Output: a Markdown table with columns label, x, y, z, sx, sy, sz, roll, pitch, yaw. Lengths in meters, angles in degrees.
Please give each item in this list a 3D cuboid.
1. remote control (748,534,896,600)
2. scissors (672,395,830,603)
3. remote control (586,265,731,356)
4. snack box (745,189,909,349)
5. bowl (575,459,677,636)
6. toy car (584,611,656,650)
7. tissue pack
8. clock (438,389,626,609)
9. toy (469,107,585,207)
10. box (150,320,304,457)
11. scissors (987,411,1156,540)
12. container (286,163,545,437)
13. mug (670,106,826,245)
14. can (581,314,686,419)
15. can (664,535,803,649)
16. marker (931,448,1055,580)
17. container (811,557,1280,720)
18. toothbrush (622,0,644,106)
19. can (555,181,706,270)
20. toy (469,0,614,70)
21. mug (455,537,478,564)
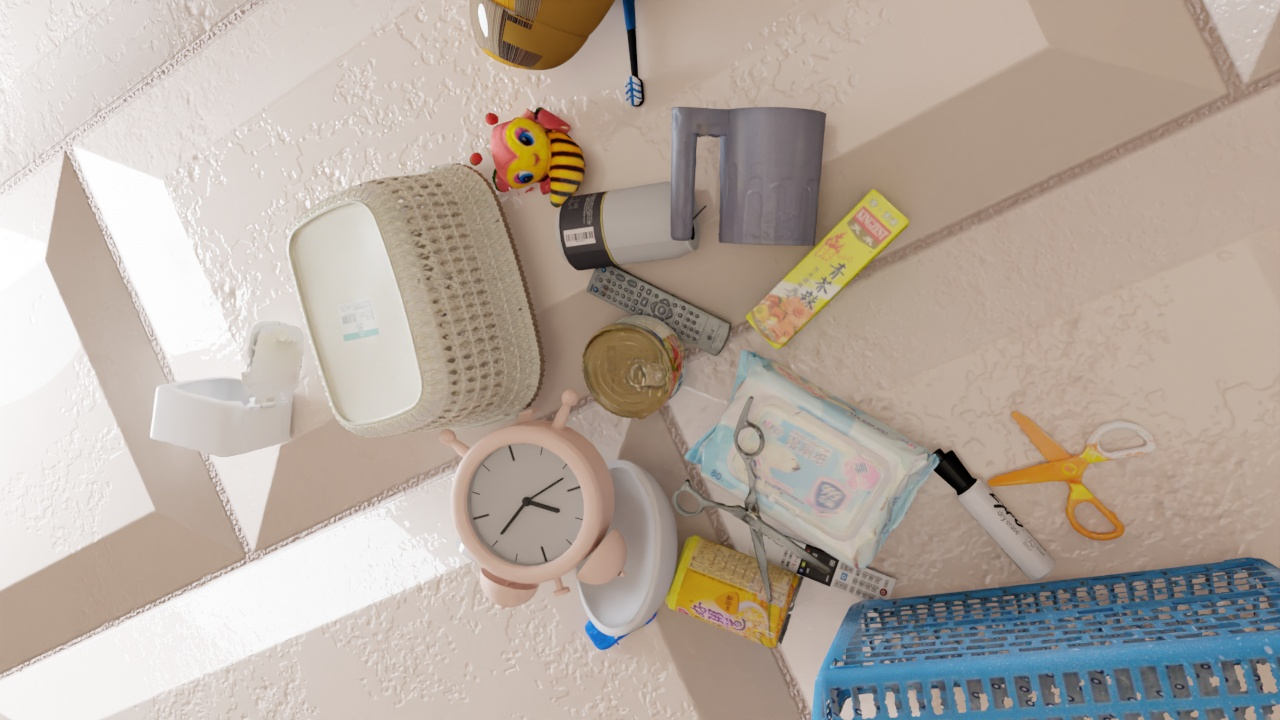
| label | x | y | z | sx | sy | sz | roll | pitch | yaw |
| --- | --- | --- | --- | --- | --- | --- | --- | --- | --- |
| remote control | 0.156 | 0.177 | 0.792 | 0.124 | 0.011 | 0.028 | 19 | 102 | 15 |
| scissors | 0.089 | 0.112 | 0.736 | 0.142 | 0.014 | 0.174 | 12 | 108 | 29 |
| remote control | 0.016 | -0.047 | 0.811 | 0.136 | 0.013 | 0.033 | 27 | 104 | 13 |
| snack box | 0.153 | -0.073 | 0.755 | 0.040 | 0.028 | 0.148 | 46 | 107 | 8 |
| bowl | -0.006 | 0.163 | 0.801 | 0.150 | 0.043 | 0.149 | -24 | 62 | 56 |
| toy car | -0.019 | 0.241 | 0.831 | 0.092 | 0.061 | 0.033 | -37 | 84 | 18 |
| tissue pack | 0.136 | 0.080 | 0.758 | 0.182 | 0.069 | 0.112 | 30 | 105 | 13 |
| clock | -0.087 | 0.119 | 0.779 | 0.131 | 0.086 | 0.160 | -18 | 81 | 14 |
| toy | -0.094 | -0.181 | 0.816 | 0.103 | 0.046 | 0.084 | 29 | 98 | 9 |
| box | -0.395 | 0.017 | 0.904 | 0.126 | 0.108 | 0.137 | 11 | 101 | 15 |
| scissors | 0.343 | 0.082 | 0.720 | 0.128 | 0.011 | 0.125 | -45 | 83 | 16 |
| container | -0.202 | -0.048 | 0.815 | 0.185 | 0.142 | 0.246 | -16 | 91 | 32 |
| mug | 0.084 | -0.145 | 0.731 | 0.124 | 0.084 | 0.104 | -1 | 99 | -13 |
| can | -0.005 | 0.005 | 0.801 | 0.086 | 0.043 | 0.086 | 7 | 109 | 22 |
| can | 0.080 | 0.199 | 0.791 | 0.105 | 0.067 | 0.068 | 18 | 102 | 14 |
| marker | 0.281 | 0.122 | 0.738 | 0.025 | 0.025 | 0.126 | -43 | 82 | 17 |
| container | 0.293 | 0.214 | 0.628 | 0.363 | 0.256 | 0.089 | -12 | 85 | 19 |
| toothbrush | -0.010 | -0.304 | 0.790 | 0.014 | 0.014 | 0.168 | -2 | 96 | 29 |
| can | -0.005 | -0.115 | 0.783 | 0.127 | 0.064 | 0.064 | -5 | 95 | 19 |
| toy | -0.069 | -0.336 | 0.740 | 0.198 | 0.162 | 0.204 | 19 | 112 | -14 |
| mug | -0.105 | 0.148 | 0.853 | 0.107 | 0.071 | 0.089 | 22 | 95 | -14 |
